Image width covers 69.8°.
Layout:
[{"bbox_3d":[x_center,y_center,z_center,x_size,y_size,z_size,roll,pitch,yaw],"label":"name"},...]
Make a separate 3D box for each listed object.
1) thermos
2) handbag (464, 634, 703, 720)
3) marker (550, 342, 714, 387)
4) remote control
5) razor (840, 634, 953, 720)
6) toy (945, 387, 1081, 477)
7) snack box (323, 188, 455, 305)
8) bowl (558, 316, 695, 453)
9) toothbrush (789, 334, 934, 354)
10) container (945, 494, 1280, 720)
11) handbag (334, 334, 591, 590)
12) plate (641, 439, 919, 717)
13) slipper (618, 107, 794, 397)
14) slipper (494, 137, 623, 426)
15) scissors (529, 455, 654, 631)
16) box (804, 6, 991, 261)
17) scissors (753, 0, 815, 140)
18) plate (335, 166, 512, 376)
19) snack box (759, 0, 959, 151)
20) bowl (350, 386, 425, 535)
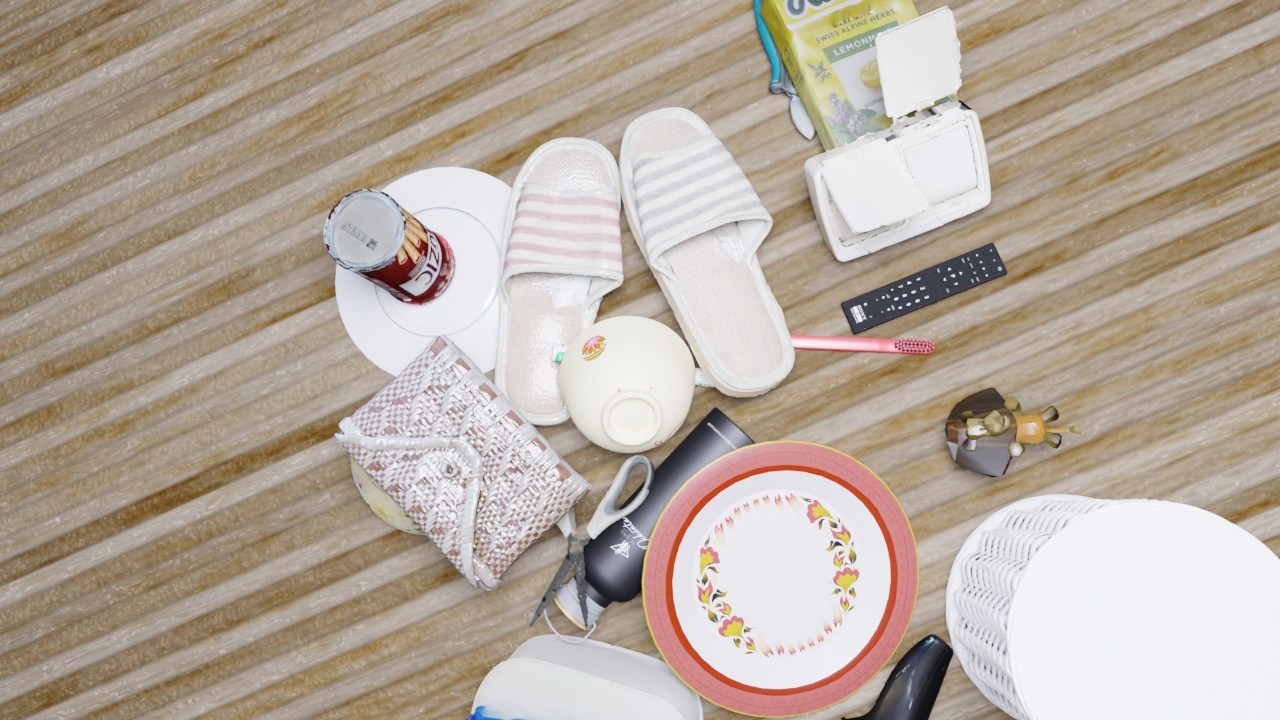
[{"bbox_3d":[0.006,0.143,0.773,0.061,0.061,0.231,43,90,11],"label":"thermos"},{"bbox_3d":[-0.054,0.339,0.745,0.201,0.093,0.199,11,91,8],"label":"handbag"},{"bbox_3d":[-0.005,0.005,0.796,0.145,0.017,0.017,10,83,-9],"label":"marker"},{"bbox_3d":[0.245,-0.062,0.796,0.140,0.009,0.030,-22,80,4],"label":"remote control"},{"bbox_3d":[0.200,0.280,0.739,0.064,0.053,0.140,28,79,43],"label":"razor"},{"bbox_3d":[0.301,0.057,0.743,0.100,0.062,0.076,-7,62,25],"label":"toy"},{"bbox_3d":[-0.212,-0.095,0.787,0.072,0.121,0.072,-1,81,7],"label":"snack box"},{"bbox_3d":[-0.009,0.032,0.757,0.118,0.074,0.118,-1,116,-3],"label":"bowl"},{"bbox_3d":[0.147,-0.017,0.798,0.212,0.018,0.012,3,82,8],"label":"toothbrush"},{"bbox_3d":[0.335,0.192,0.659,0.189,0.187,0.189,-1,82,7],"label":"container"},{"bbox_3d":[-0.145,0.083,0.748,0.124,0.047,0.186,-44,88,-9],"label":"handbag"},{"bbox_3d":[0.114,0.178,0.753,0.229,0.021,0.230,0,94,-6],"label":"plate"},{"bbox_3d":[0.058,-0.099,0.790,0.114,0.054,0.272,-16,77,-10],"label":"slipper"},{"bbox_3d":[-0.073,-0.072,0.813,0.115,0.052,0.263,8,86,-1],"label":"slipper"},{"bbox_3d":[-0.048,0.138,0.764,0.157,0.012,0.171,-42,45,5],"label":"scissors"},{"bbox_3d":[0.206,-0.163,0.721,0.143,0.098,0.184,-23,123,6],"label":"box"},{"bbox_3d":[0.140,-0.274,0.835,0.136,0.019,0.139,36,82,6],"label":"scissors"},{"bbox_3d":[-0.188,-0.082,0.853,0.209,0.015,0.208,-1,82,7],"label":"plate"},{"bbox_3d":[0.195,-0.260,0.802,0.121,0.045,0.181,-21,83,-5],"label":"snack box"},{"bbox_3d":[-0.199,0.082,0.807,0.145,0.063,0.145,-1,85,8],"label":"bowl"}]
